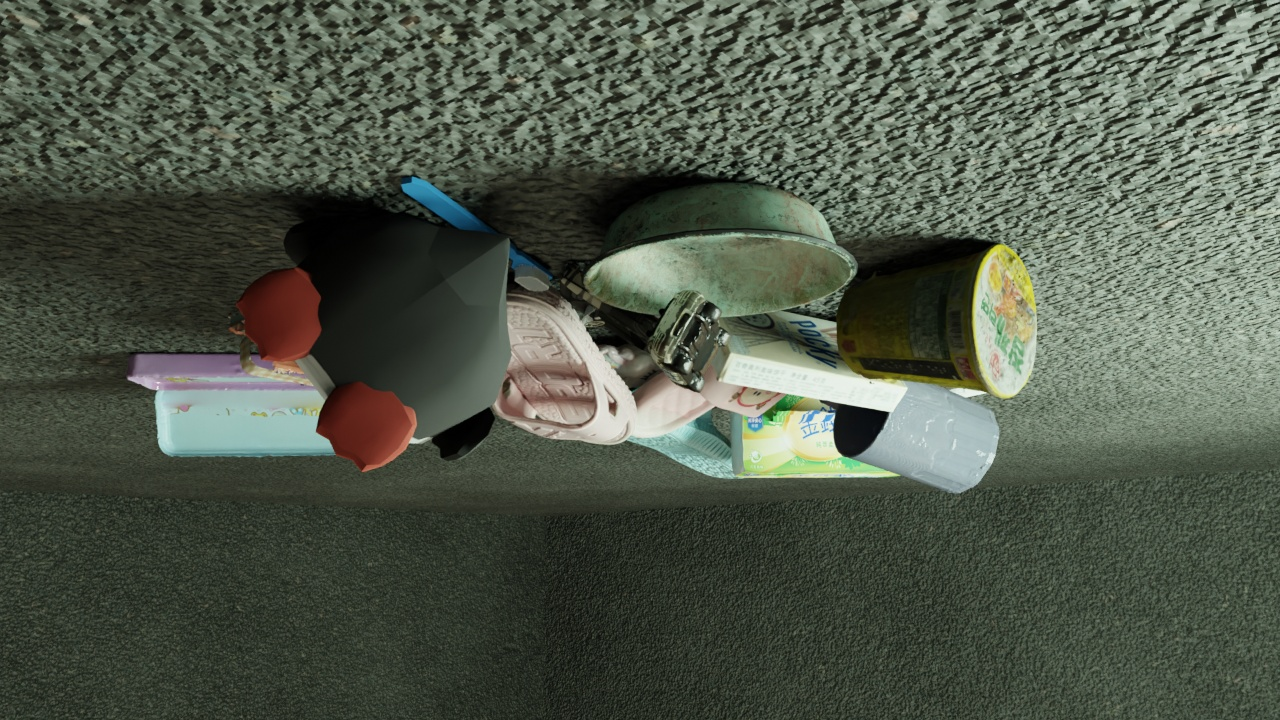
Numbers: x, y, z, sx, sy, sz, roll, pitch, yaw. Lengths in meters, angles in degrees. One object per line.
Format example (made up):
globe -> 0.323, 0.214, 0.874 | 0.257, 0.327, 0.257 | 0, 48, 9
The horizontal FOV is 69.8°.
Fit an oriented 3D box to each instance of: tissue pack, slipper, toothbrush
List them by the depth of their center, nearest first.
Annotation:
toothbrush -> -0.093, -0.071, 0.550 | 0.016, 0.014, 0.166 | -5, 166, 19
slipper -> -0.071, 0.023, 0.721 | 0.094, 0.064, 0.239 | 2, 151, 17
slipper -> 0.074, 0.020, 0.800 | 0.222, 0.055, 0.106 | -28, 152, 29
tissue pack -> 0.200, 0.070, 0.988 | 0.197, 0.120, 0.141 | -6, 169, -4
slipper -> 0.037, 0.071, 1.063 | 0.116, 0.069, 0.276 | -7, 152, 43

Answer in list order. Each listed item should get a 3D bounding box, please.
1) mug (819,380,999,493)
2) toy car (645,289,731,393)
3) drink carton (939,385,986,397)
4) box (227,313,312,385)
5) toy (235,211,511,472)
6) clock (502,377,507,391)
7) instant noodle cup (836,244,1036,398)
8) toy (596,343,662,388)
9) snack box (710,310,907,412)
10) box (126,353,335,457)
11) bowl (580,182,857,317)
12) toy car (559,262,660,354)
mug -> 0.219, 0.053, 0.768 | 0.104, 0.084, 0.124 | 20, -177, -15
toy car -> 0.027, -0.012, 0.569 | 0.040, 0.048, 0.113 | 29, 174, 15
drink carton -> 0.257, 0.006, 0.813 | 0.040, 0.058, 0.123 | 6, 166, -28
box -> -0.248, 0.001, 0.769 | 0.186, 0.055, 0.076 | 14, -167, -44
toy -> -0.133, -0.020, 0.570 | 0.140, 0.159, 0.184 | -37, 180, -5
clock -> -0.090, 0.019, 0.860 | 0.141, 0.054, 0.093 | 7, 171, -7
instant noodle cup -> 0.198, -0.023, 0.623 | 0.108, 0.102, 0.102 | -1, 171, 45
toy -> -0.005, 0.005, 0.839 | 0.076, 0.037, 0.125 | -15, 166, 34
snack box -> 0.117, -0.005, 0.685 | 0.150, 0.081, 0.026 | 10, 122, -20
box -> -0.373, 0.036, 0.900 | 0.214, 0.062, 0.140 | 0, 133, -5
bowl -> 0.044, -0.064, 0.535 | 0.157, 0.038, 0.157 | -1, 167, 0
toy car -> -0.015, -0.031, 0.622 | 0.092, 0.037, 0.040 | 32, 167, 1
